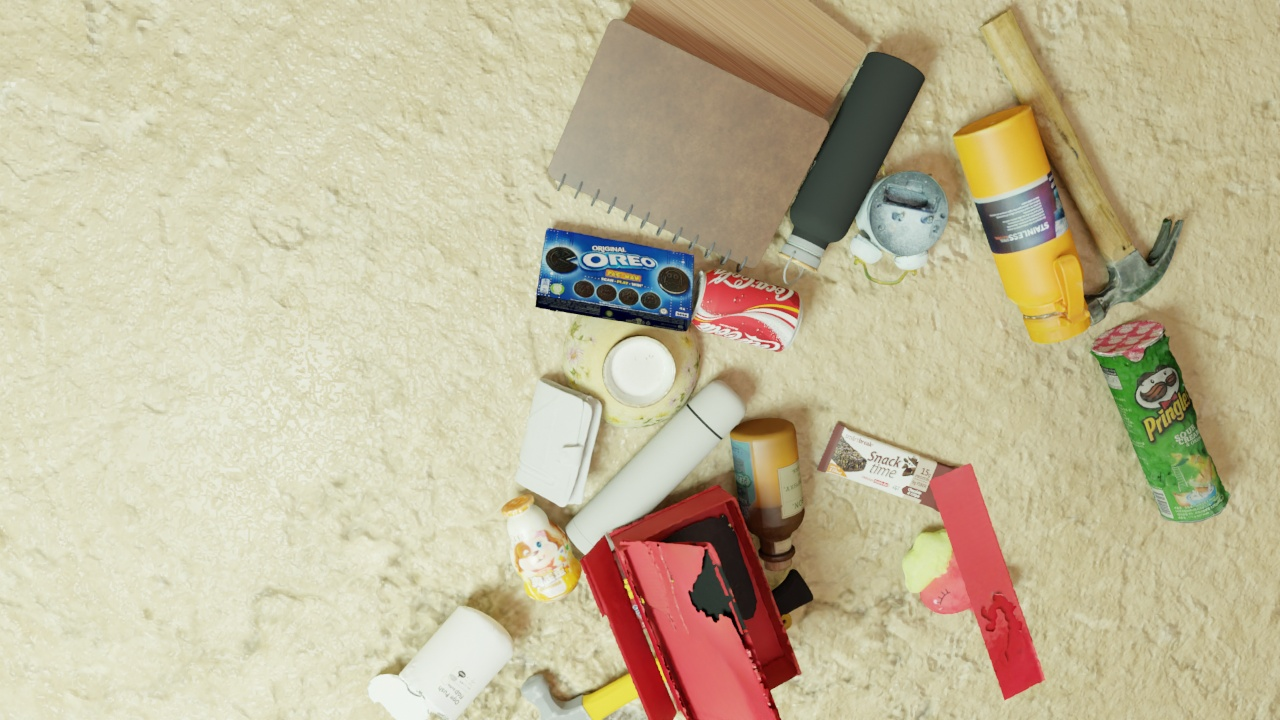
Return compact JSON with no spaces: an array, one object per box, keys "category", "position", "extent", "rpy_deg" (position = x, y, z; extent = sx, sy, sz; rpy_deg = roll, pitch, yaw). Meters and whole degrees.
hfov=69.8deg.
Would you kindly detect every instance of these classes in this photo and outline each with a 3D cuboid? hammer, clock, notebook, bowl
[{"category":"hammer","position":[0.040,0.323,0.988],"extent":[0.324,0.029,0.127],"rpy_deg":[-31,101,5]},{"category":"clock","position":[0.255,-0.133,0.916],"extent":[0.083,0.057,0.118],"rpy_deg":[10,100,-9]},{"category":"notebook","position":[0.042,-0.198,0.876],"extent":[0.225,0.024,0.168],"rpy_deg":[23,110,-8]},{"category":"hammer","position":[0.440,-0.205,0.936],"extent":[0.132,0.033,0.330],"rpy_deg":[-34,103,3]},{"category":"notebook","position":[0.087,-0.290,0.882],"extent":[0.210,0.022,0.169],"rpy_deg":[32,96,-12]},{"category":"bowl","position":[-0.005,0.005,0.912],"extent":[0.145,0.063,0.145],"rpy_deg":[-1,102,-5]}]

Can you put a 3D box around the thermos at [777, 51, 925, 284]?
[{"category":"thermos","position":[0.196,-0.180,0.897],"extent":[0.061,0.061,0.231],"rpy_deg":[24,98,-11]}]

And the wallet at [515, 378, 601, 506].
[{"category":"wallet","position":[-0.086,0.083,0.917],"extent":[0.086,0.032,0.116],"rpy_deg":[17,103,34]}]

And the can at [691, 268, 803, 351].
[{"category":"can","position":[0.103,-0.051,0.912],"extent":[0.104,0.064,0.064],"rpy_deg":[15,100,-9]}]

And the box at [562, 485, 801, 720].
[{"category":"box","position":[-0.070,0.317,0.820],"extent":[0.509,0.141,0.215],"rpy_deg":[-26,101,-28]}]

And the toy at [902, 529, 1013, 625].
[{"category":"toy","position":[0.349,0.241,1.011],"extent":[0.135,0.045,0.092],"rpy_deg":[35,98,-6]}]

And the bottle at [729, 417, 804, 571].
[{"category":"bottle","position":[0.135,0.143,0.955],"extent":[0.068,0.068,0.157],"rpy_deg":[-9,103,-5]}]

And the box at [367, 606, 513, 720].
[{"category":"box","position":[-0.211,0.324,0.958],"extent":[0.137,0.143,0.083],"rpy_deg":[-47,108,-27]}]

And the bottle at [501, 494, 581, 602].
[{"category":"bottle","position":[-0.105,0.191,0.940],"extent":[0.063,0.063,0.109],"rpy_deg":[-24,103,-1]}]

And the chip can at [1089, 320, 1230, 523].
[{"category":"chip can","position":[0.560,0.070,0.985],"extent":[0.075,0.075,0.223],"rpy_deg":[-29,103,0]}]

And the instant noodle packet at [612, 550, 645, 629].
[{"category":"instant noodle packet","position":[0.023,0.226,0.976],"extent":[0.135,0.039,0.098],"rpy_deg":[-28,110,-1]}]

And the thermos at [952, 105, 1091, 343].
[{"category":"thermos","position":[0.385,-0.129,0.915],"extent":[0.076,0.091,0.233],"rpy_deg":[-18,105,26]}]

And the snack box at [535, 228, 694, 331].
[{"category":"snack box","position":[-0.023,-0.078,0.888],"extent":[0.150,0.027,0.082],"rpy_deg":[9,59,-9]}]

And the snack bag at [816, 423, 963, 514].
[{"category":"snack bag","position":[0.272,0.118,0.993],"extent":[0.158,0.013,0.057],"rpy_deg":[20,97,-10]}]

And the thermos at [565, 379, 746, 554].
[{"category":"thermos","position":[0.018,0.111,0.942],"extent":[0.052,0.052,0.224],"rpy_deg":[44,94,-13]}]

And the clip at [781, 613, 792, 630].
[{"category":"clip","position":[0.141,0.287,1.007],"extent":[0.050,0.044,0.054],"rpy_deg":[4,101,18]}]
